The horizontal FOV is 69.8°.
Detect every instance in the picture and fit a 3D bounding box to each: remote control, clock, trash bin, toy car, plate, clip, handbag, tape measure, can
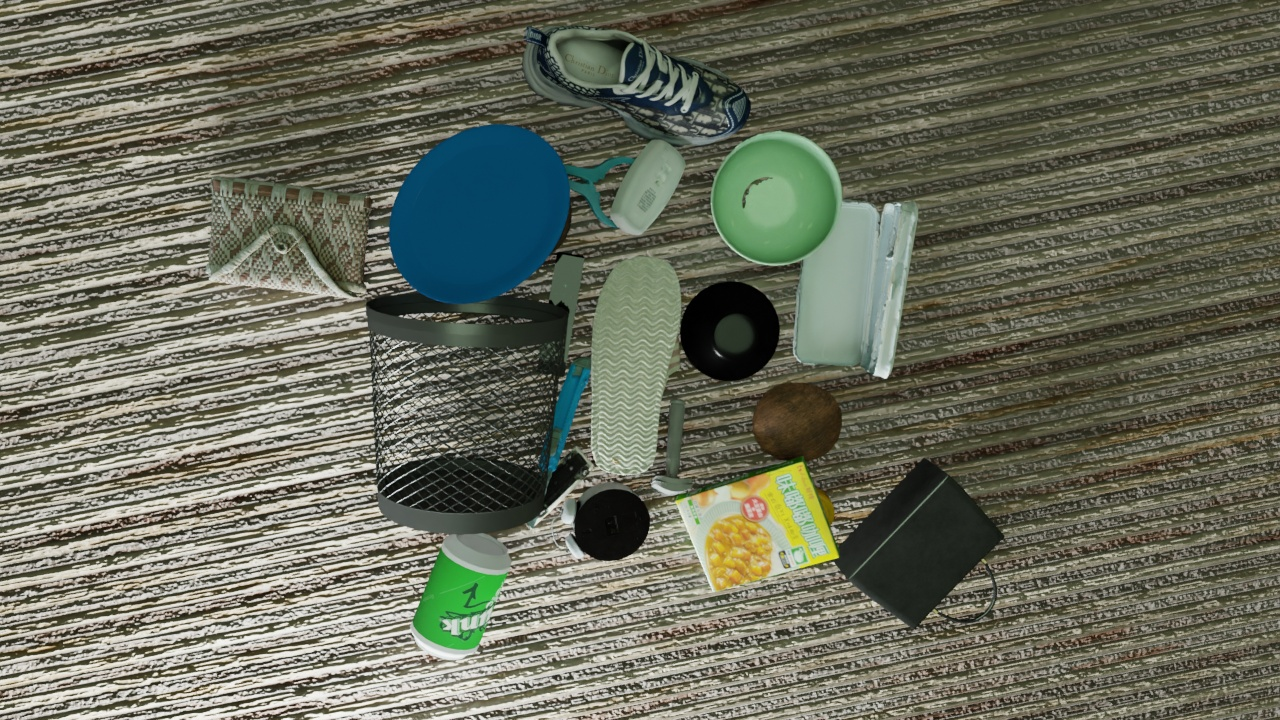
[{"bbox_3d":[0.008,-0.202,1.077,0.060,0.028,0.114,33,84,-38],"label":"remote control"},{"bbox_3d":[-0.049,0.200,1.133,0.122,0.035,0.094,-11,106,-10],"label":"clock"},{"bbox_3d":[-0.197,0.052,1.031,0.218,0.217,0.227,3,102,-3],"label":"trash bin"},{"bbox_3d":[-0.105,0.158,1.134,0.113,0.039,0.039,-44,69,3],"label":"toy car"},{"bbox_3d":[-0.182,-0.166,1.049,0.225,0.024,0.224,-6,70,16],"label":"plate"},{"bbox_3d":[-0.052,-0.196,1.087,0.122,0.033,0.120,-20,109,-10],"label":"clip"},{"bbox_3d":[-0.411,-0.143,1.073,0.186,0.047,0.124,7,97,-4],"label":"handbag"},{"bbox_3d":[0.214,0.189,1.157,0.059,0.030,0.068,3,104,-2],"label":"tape measure"},{"bbox_3d":[-0.097,-0.056,1.116,0.034,0.013,0.150,10,97,-4],"label":"remote control"},{"bbox_3d":[0.377,0.258,1.160,0.196,0.072,0.176,42,94,-11],"label":"handbag"},{"bbox_3d":[-0.219,0.285,1.121,0.088,0.087,0.140,22,96,-6],"label":"can"}]

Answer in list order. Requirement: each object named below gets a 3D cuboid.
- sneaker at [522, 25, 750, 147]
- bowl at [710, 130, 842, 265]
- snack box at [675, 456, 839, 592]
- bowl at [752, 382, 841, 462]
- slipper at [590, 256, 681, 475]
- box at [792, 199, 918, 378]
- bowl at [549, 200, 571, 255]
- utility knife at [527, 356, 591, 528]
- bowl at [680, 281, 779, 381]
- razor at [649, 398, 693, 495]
[{"bbox_3d":[-0.002,-0.315,1.025,0.269,0.132,0.103,16,95,-6],"label":"sneaker"},{"bbox_3d":[0.154,-0.187,1.077,0.151,0.077,0.151,0,97,-1],"label":"bowl"},{"bbox_3d":[0.145,0.205,1.139,0.168,0.027,0.132,-20,98,15],"label":"snack box"},{"bbox_3d":[0.198,0.080,1.143,0.114,0.026,0.102,6,98,-4],"label":"bowl"},{"bbox_3d":[-0.007,0.007,1.111,0.115,0.052,0.263,7,94,-6],"label":"slipper"},{"bbox_3d":[0.255,-0.086,1.084,0.129,0.105,0.210,2,98,0],"label":"box"},{"bbox_3d":[-0.142,-0.174,1.088,0.119,0.032,0.119,0,98,-3],"label":"bowl"},{"bbox_3d":[-0.102,0.097,1.118,0.031,0.015,0.220,15,86,21],"label":"utility knife"},{"bbox_3d":[0.112,-0.032,1.110,0.124,0.052,0.124,0,98,-3],"label":"bowl"},{"bbox_3d":[0.041,0.105,1.124,0.047,0.088,0.116,6,78,-4],"label":"razor"}]
